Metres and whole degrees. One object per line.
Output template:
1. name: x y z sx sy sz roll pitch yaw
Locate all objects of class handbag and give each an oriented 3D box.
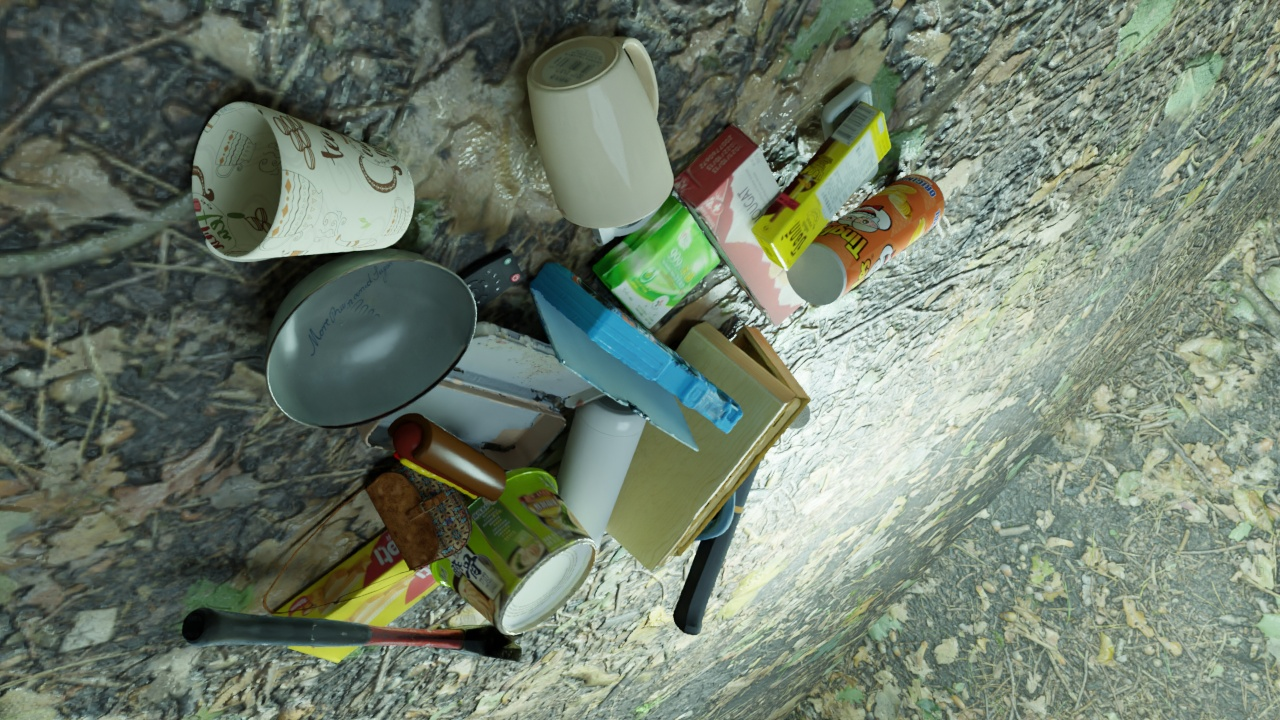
1. handbag: -0.243 0.160 0.789 0.196 0.093 0.043 -30 176 -1

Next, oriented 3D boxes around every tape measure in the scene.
1. tape measure: -0.013 -0.126 0.724 0.065 0.017 0.064 -33 150 -11

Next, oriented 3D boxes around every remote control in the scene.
1. remote control: 0.193 -0.202 0.850 0.050 0.022 0.133 -39 151 -3
2. remote control: -0.146 -0.041 0.693 0.124 0.010 0.039 -35 150 -10

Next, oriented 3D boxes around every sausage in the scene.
1. sausage: -0.155 0.082 0.746 0.040 0.040 0.155 -39 154 -1

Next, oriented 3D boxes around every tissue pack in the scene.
1. tissue pack: 0.015 -0.083 0.800 0.099 0.034 0.114 -43 153 3

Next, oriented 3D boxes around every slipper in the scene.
1. slipper: 0.055 0.166 1.104 0.059 0.103 0.214 15 154 -20

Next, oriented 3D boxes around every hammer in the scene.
1. hammer: -0.242 0.245 0.819 0.141 0.036 0.325 -9 159 33
2. hammer: 0.107 0.180 1.093 0.035 0.139 0.312 18 94 -21

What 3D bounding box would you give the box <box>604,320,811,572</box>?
1. box: 0.059 0.092 0.992 0.148 0.141 0.249 -6 137 -56

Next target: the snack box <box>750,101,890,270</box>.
1. snack box: 0.160 -0.152 0.807 0.149 0.025 0.061 -50 151 0

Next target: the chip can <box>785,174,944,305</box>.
1. chip can: 0.227 -0.123 0.909 0.209 0.062 0.062 -34 153 -39

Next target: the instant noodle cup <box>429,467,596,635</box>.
1. instant noodle cup: -0.115 0.183 0.863 0.146 0.098 0.146 -35 150 -24

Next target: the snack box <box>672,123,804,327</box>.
1. snack box: 0.110 -0.112 0.856 0.076 0.044 0.273 -43 151 3

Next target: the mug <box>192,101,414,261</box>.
1. mug: -0.198 -0.086 0.527 0.122 0.081 0.097 -32 165 31

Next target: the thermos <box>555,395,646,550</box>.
1. thermos: -0.068 0.122 0.949 0.068 0.101 0.230 -30 145 -52

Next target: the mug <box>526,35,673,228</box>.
1. mug: -0.022 -0.163 0.611 0.111 0.085 0.104 -58 148 -28

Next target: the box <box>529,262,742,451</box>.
1. box: -0.006 0.006 0.802 0.066 0.091 0.243 -52 142 2

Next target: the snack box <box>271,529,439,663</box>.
1. snack box: -0.244 0.210 0.892 0.200 0.042 0.092 -37 151 -6

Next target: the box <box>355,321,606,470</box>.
1. box: -0.120 0.032 0.781 0.157 0.063 0.216 -29 155 22

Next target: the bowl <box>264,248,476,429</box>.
1. bowl: -0.189 -0.025 0.620 0.150 0.056 0.151 -28 148 -20
